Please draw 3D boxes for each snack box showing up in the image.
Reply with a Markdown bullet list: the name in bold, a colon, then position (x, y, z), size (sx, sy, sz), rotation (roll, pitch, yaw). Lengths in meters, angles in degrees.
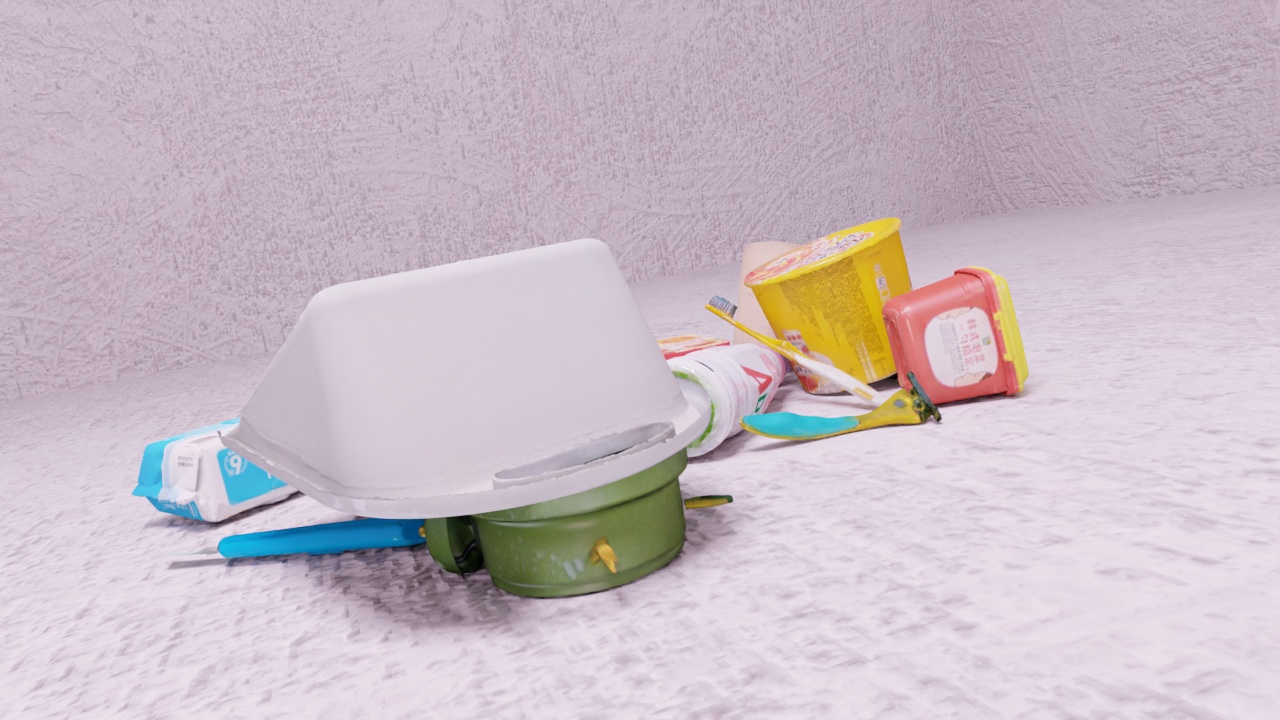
- **snack box**: position (-0.005, 0.005, 0.784), size (0.152, 0.025, 0.075), rotation (-12, 11, -25)
- **snack box**: position (0.224, -0.015, 0.661), size (0.080, 0.091, 0.082), rotation (-16, 7, 3)

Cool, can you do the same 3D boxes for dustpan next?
- **dustpan**: position (-0.090, 0.035, 0.503), size (0.222, 0.142, 0.259), rotation (-15, -15, -32)

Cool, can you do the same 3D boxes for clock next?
- **clock**: position (-0.044, 0.074, 0.474), size (0.162, 0.056, 0.115), rotation (-2, 10, 41)

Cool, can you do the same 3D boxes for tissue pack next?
- **tissue pack**: position (-0.307, 0.080, 0.714), size (0.090, 0.063, 0.139), rotation (-1, 13, 38)

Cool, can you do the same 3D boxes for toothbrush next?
- **toothbrush**: position (0.121, -0.010, 0.724), size (0.191, 0.018, 0.016), rotation (33, 8, 39)

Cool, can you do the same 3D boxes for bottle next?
- **bottle**: position (0.065, 0.019, 0.693), size (0.068, 0.068, 0.196), rotation (-6, 6, 26)

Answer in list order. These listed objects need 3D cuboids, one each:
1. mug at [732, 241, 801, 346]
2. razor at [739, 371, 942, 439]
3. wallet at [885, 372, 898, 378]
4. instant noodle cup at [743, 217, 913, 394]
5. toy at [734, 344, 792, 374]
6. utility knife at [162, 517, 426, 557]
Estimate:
- **mug**: position (0.155, -0.054, 0.899), size (0.125, 0.103, 0.084), rotation (6, -8, 18)
- **razor**: position (0.131, 0.037, 0.616), size (0.132, 0.028, 0.043), rotation (-8, 39, -5)
- **wallet**: position (0.248, -0.006, 0.809), size (0.122, 0.020, 0.096), rotation (-16, 5, -32)
- **instant noodle cup**: position (0.168, -0.043, 0.766), size (0.138, 0.110, 0.138), rotation (-23, 11, 4)
- **toy**: position (0.094, 0.004, 0.850), size (0.108, 0.039, 0.083), rotation (-4, 11, 42)
- **utility knife**: position (-0.212, 0.110, 0.556), size (0.191, 0.018, 0.034), rotation (-8, -3, 16)
